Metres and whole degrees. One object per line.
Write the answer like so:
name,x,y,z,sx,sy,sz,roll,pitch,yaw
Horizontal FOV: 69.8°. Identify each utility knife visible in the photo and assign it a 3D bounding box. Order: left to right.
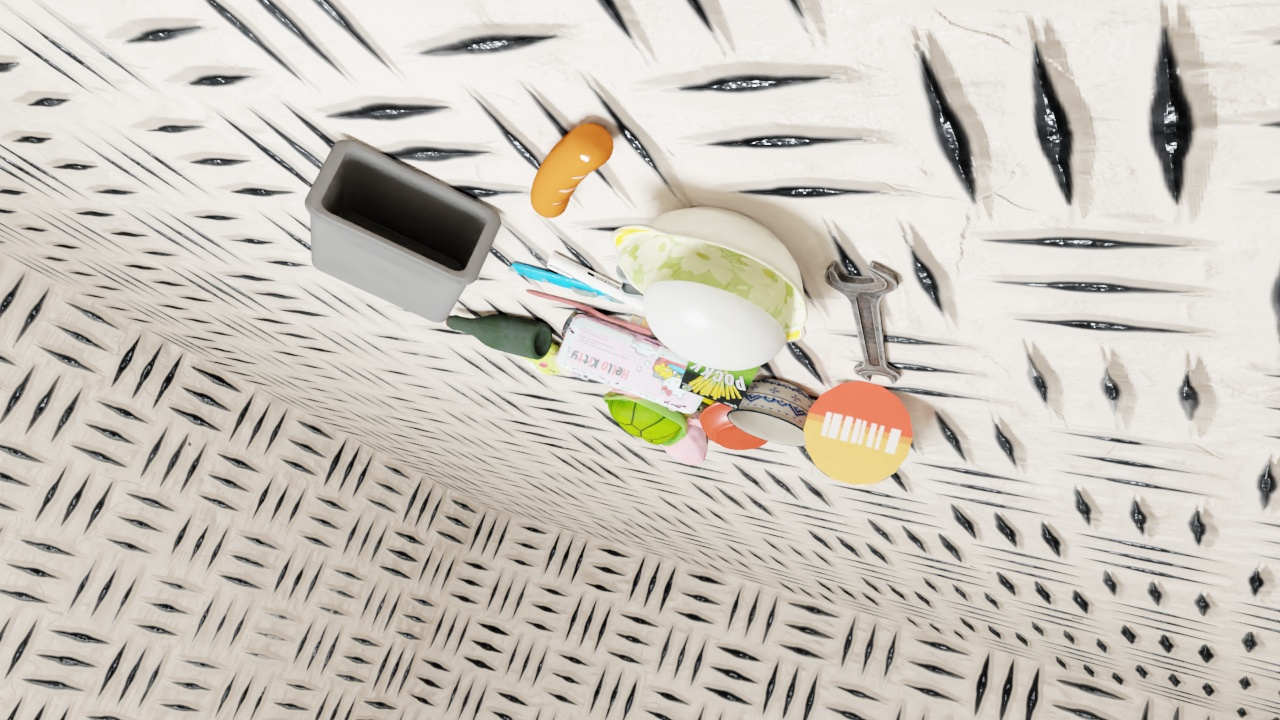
utility knife,-0.093,-0.095,1.123,0.158,0.015,0.031,17,157,15

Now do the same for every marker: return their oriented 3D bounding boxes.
marker,-0.048,-0.090,1.076,0.133,0.020,0.017,25,160,-15

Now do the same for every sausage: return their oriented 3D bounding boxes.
sausage,-0.068,-0.170,0.834,0.044,0.039,0.165,26,161,-15

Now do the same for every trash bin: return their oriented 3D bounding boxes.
trash bin,-0.283,-0.139,1.072,0.191,0.097,0.220,25,163,-13

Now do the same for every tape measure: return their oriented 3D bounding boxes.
tape measure,0.082,0.052,1.315,0.062,0.038,0.067,22,161,-6

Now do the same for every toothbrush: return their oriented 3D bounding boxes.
toothbrush,-0.067,-0.067,1.182,0.184,0.015,0.015,18,162,18

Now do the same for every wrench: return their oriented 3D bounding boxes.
wrench,0.237,-0.032,0.949,0.070,0.010,0.273,13,161,23

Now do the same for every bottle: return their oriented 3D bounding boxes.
bottle,-0.214,-0.043,1.341,0.174,0.055,0.055,12,161,28

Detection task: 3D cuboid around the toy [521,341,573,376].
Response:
toy,-0.127,-0.002,1.377,0.115,0.046,0.092,13,162,17

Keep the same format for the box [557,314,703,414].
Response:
box,-0.007,0.008,1.201,0.202,0.086,0.044,21,-163,-11

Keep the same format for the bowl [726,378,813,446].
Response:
bowl,0.178,0.064,1.210,0.115,0.059,0.116,19,162,6

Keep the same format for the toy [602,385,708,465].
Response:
toy,0.023,0.084,1.394,0.190,0.087,0.238,13,162,44

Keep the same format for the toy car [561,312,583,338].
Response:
toy car,-0.061,-0.029,1.232,0.091,0.042,0.036,24,170,-7

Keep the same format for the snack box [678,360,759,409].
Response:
snack box,0.101,0.002,1.115,0.080,0.025,0.148,20,148,2

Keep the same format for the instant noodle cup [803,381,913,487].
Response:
instant noodle cup,0.273,0.102,1.139,0.123,0.123,0.121,14,169,20

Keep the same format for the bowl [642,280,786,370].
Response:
bowl,0.067,-0.024,0.909,0.149,0.043,0.150,19,162,6

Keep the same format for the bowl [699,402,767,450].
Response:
bowl,0.145,0.096,1.307,0.122,0.035,0.122,0,149,0

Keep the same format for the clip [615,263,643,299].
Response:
clip,0.058,-0.060,1.035,0.172,0.029,0.143,14,159,22

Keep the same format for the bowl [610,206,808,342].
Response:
bowl,0.076,-0.092,0.873,0.219,0.060,0.189,31,160,-27
